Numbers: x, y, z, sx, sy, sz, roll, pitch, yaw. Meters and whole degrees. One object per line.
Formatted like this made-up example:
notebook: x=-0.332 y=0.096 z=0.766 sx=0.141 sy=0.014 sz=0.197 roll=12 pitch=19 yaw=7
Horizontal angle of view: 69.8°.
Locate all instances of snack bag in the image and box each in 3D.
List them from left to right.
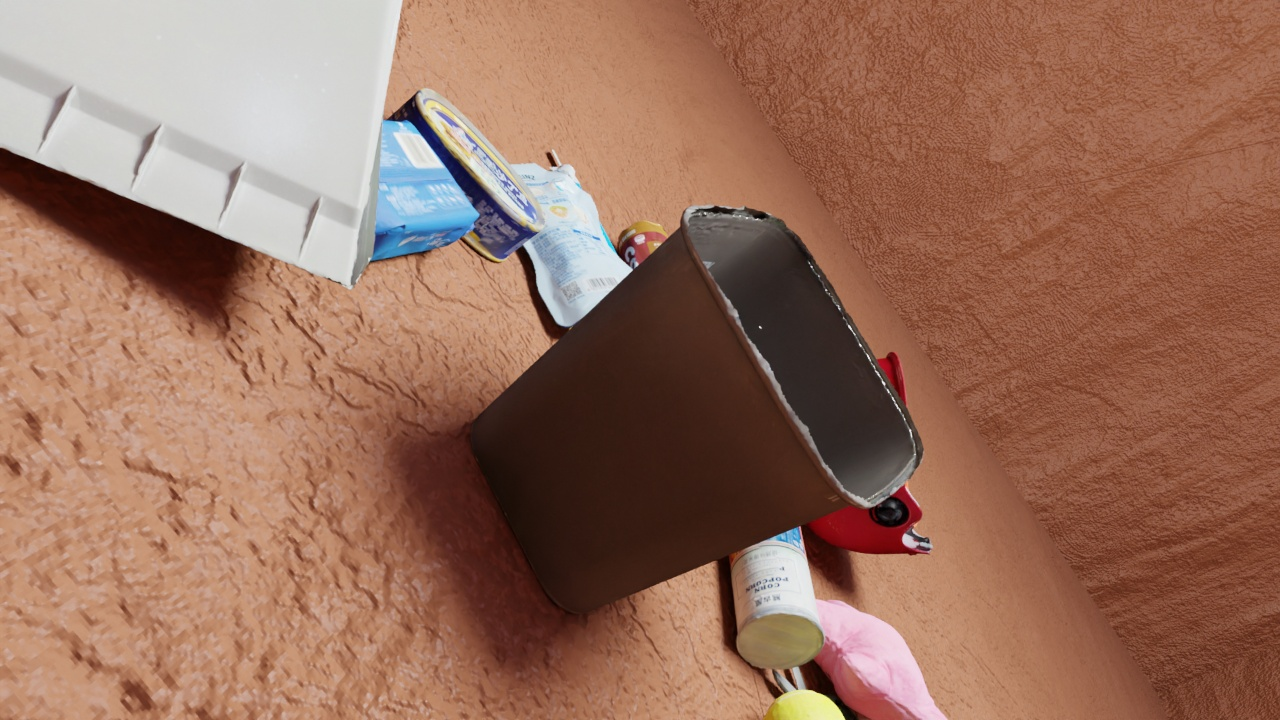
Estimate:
snack bag: x=-0.068 y=-0.109 z=0.831 sx=0.110 sy=0.039 sz=0.191 roll=-16 pitch=64 yaw=-32

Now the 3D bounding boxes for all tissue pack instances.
tissue pack: x=-0.177 y=-0.116 z=0.625 sx=0.095 sy=0.052 sz=0.156 roll=55 pitch=22 yaw=1

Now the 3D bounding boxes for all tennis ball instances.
tennis ball: x=0.123 y=0.281 z=0.686 sx=0.065 sy=0.066 sz=0.065 roll=45 pitch=24 yaw=-27

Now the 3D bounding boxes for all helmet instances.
helmet: x=0.232 y=0.108 z=1.017 sx=0.206 sy=0.144 sz=0.240 roll=-86 pitch=163 yaw=-47

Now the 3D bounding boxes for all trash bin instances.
trash bin: x=0.029 y=0.039 z=0.601 sx=0.198 sy=0.220 sz=0.198 roll=-11 pitch=70 yaw=-61

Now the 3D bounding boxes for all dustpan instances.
dustpan: x=-0.250 y=-0.171 z=0.527 sx=0.222 sy=0.143 sz=0.257 roll=23 pitch=64 yaw=-26

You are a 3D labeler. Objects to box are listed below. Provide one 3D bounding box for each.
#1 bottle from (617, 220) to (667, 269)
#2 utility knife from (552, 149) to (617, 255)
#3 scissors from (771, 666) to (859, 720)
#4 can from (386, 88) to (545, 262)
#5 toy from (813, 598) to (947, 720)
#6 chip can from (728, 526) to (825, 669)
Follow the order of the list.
bottle: x=0.020 y=-0.070 z=0.974 sx=0.057 sy=0.058 sz=0.174 roll=32 pitch=32 yaw=-46
utility knife: x=-0.060 y=-0.161 z=0.986 sx=0.178 sy=0.018 sz=0.034 roll=64 pitch=8 yaw=21
scissors: x=0.160 y=0.332 z=0.759 sx=0.170 sy=0.019 sz=0.178 roll=48 pitch=23 yaw=-23
can: x=-0.143 y=-0.149 z=0.747 sx=0.148 sy=0.049 sz=0.074 roll=47 pitch=23 yaw=-23
toy: x=0.201 y=0.270 z=0.848 sx=0.178 sy=0.074 sz=0.194 roll=38 pitch=4 yaw=-1
chip can: x=0.112 y=0.165 z=0.820 sx=0.071 sy=0.071 sz=0.214 roll=45 pitch=24 yaw=-26
